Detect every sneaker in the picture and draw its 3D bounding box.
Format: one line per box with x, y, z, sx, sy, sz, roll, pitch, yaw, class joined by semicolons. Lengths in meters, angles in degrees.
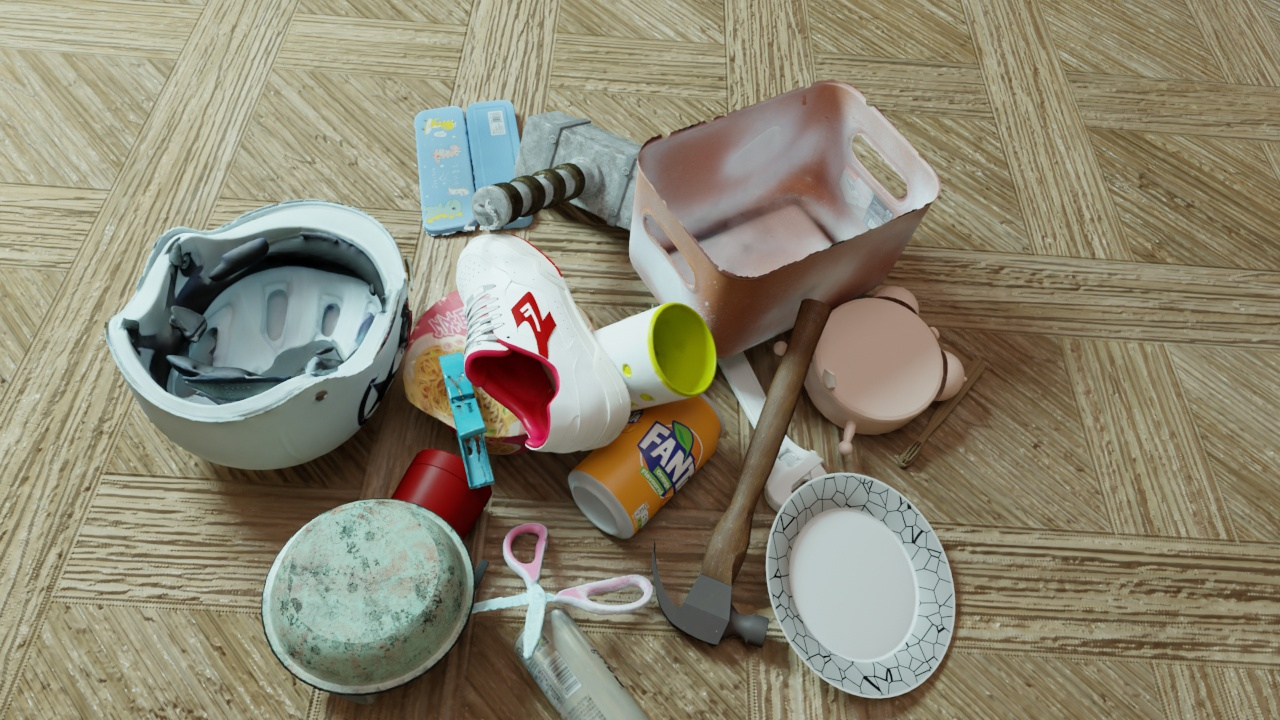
-0.112;-0.020;0.785;0.104;0.091;0.236;-8;56;-46;sneaker

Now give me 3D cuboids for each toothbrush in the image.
0.306;0.051;0.926;0.016;0.016;0.166;36;59;18;toothbrush

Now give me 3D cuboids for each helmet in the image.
-0.323;-0.015;0.834;0.236;0.164;0.263;11;49;3;helmet

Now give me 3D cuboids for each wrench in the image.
0.111;0.037;0.921;0.066;0.018;0.273;-16;56;-14;wrench

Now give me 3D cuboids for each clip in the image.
-0.149;0.049;0.787;0.027;0.104;0.120;-11;51;-15;clip

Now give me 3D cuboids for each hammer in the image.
-0.091;-0.175;0.928;0.177;0.080;0.325;26;27;13;hammer
0.104;0.090;0.817;0.115;0.033;0.322;20;74;9;hammer

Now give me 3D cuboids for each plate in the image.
0.188;0.191;0.790;0.188;0.016;0.188;9;65;-20;plate

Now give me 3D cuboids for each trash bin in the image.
0.129;-0.135;0.907;0.259;0.158;0.181;-25;64;-22;trash bin

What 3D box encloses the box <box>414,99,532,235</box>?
-0.200;-0.232;1.083;0.125;0.021;0.208;-6;55;-10;box

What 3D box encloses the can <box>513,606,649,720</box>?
-0.044;0.262;0.726;0.054;0.054;0.135;-32;63;-24;can

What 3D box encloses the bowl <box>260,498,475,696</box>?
-0.204;0.165;0.685;0.157;0.039;0.157;4;53;-5;bowl

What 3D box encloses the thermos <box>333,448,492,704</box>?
-0.191;0.179;0.759;0.108;0.084;0.198;28;54;-1;thermos

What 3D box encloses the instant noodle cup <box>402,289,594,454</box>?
-0.130;0.014;0.881;0.178;0.078;0.178;2;56;-3;instant noodle cup

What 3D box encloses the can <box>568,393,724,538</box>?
0.007;0.090;0.836;0.079;0.079;0.142;37;60;20;can

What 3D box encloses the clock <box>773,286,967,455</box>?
0.233;0.001;0.904;0.160;0.086;0.131;-24;73;-22;clock

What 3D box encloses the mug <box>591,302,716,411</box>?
0.002;0.001;0.810;0.082;0.106;0.082;15;67;-41;mug

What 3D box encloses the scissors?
-0.066;0.188;0.754;0.173;0.014;0.170;10;22;-5;scissors

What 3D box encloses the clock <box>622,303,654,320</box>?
-0.006;0.006;0.910;0.093;0.055;0.140;36;58;20;clock

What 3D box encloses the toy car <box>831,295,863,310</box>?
0.208;-0.048;0.980;0.060;0.028;0.107;22;56;11;toy car
